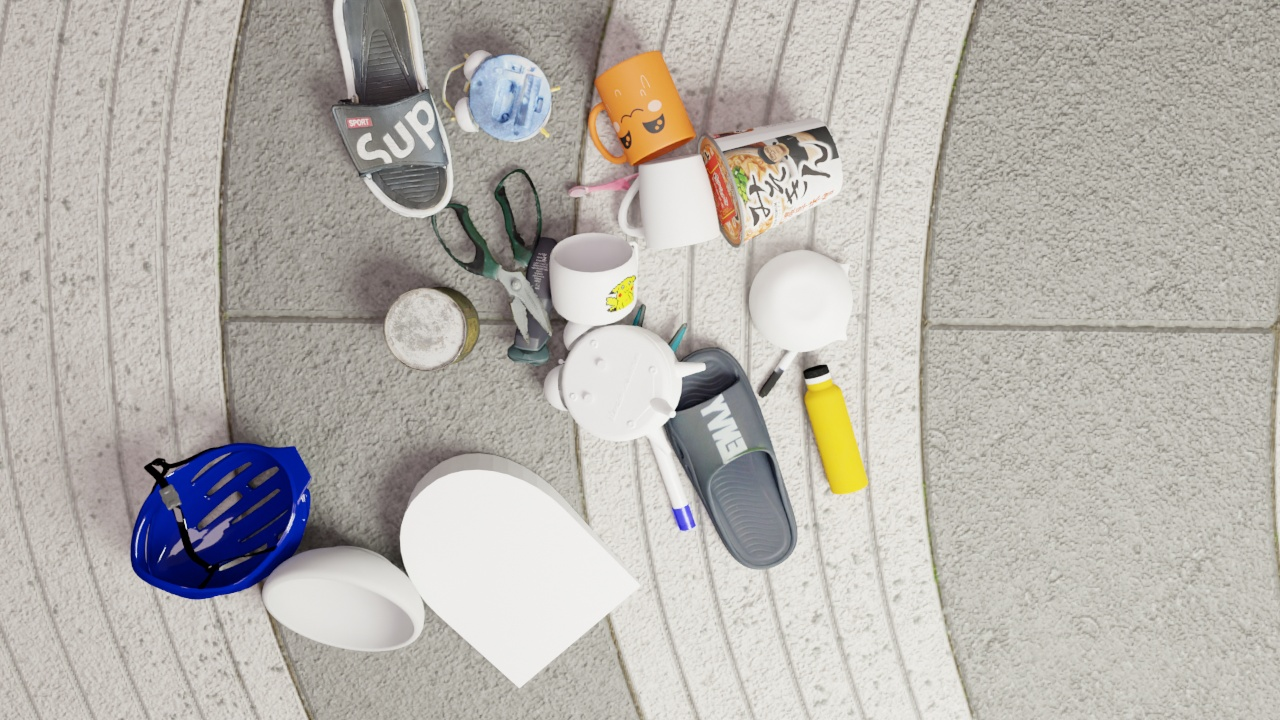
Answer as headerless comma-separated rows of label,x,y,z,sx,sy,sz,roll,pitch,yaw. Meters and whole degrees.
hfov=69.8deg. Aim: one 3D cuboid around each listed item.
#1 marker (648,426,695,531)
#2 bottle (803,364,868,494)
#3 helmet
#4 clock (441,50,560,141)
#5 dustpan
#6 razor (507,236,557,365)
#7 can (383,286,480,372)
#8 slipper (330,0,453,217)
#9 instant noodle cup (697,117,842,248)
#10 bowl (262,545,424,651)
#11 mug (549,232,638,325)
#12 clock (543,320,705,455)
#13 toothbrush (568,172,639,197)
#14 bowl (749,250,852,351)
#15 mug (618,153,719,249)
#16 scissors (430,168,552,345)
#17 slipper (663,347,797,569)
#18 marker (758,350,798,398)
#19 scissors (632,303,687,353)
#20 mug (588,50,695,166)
marker,0.032,0.127,1.055,0.020,0.020,0.141,-19,96,3
bottle,0.217,0.076,1.034,0.043,0.043,0.143,-17,96,2
helmet,-0.463,0.171,0.961,0.241,0.227,0.147,-34,78,4
clock,-0.154,-0.285,0.993,0.125,0.052,0.089,15,97,-1
dustpan,-0.158,0.227,1.069,0.191,0.053,0.258,-41,106,5
razor,-0.115,-0.066,1.021,0.047,0.052,0.143,9,91,5
can,-0.228,-0.036,1.011,0.090,0.074,0.090,0,95,2
slipper,-0.275,-0.285,0.990,0.111,0.063,0.264,-8,93,2
instant noodle cup,0.140,-0.197,0.973,0.121,0.123,0.123,-20,96,-7
bowl,-0.325,0.257,1.028,0.176,0.066,0.177,4,137,4
mug,-0.043,-0.092,0.993,0.094,0.115,0.068,29,135,34
clock,-0.025,0.023,0.997,0.161,0.072,0.125,24,100,16
toothbrush,-0.014,-0.197,1.019,0.135,0.016,0.022,-10,110,2
bowl,0.177,-0.066,1.007,0.115,0.050,0.114,0,91,7
mug,0.024,-0.171,0.991,0.114,0.080,0.088,-2,107,29
scissors,-0.130,-0.119,1.006,0.137,0.015,0.209,-37,78,-1
slipper,0.101,0.119,1.022,0.111,0.083,0.268,-21,97,5
marker,0.180,-0.020,1.040,0.011,0.011,0.152,35,95,-3
scissors,0.002,0.005,1.039,0.155,0.019,0.126,-24,90,10
mug,-0.008,-0.263,0.989,0.113,0.077,0.096,-20,97,34
